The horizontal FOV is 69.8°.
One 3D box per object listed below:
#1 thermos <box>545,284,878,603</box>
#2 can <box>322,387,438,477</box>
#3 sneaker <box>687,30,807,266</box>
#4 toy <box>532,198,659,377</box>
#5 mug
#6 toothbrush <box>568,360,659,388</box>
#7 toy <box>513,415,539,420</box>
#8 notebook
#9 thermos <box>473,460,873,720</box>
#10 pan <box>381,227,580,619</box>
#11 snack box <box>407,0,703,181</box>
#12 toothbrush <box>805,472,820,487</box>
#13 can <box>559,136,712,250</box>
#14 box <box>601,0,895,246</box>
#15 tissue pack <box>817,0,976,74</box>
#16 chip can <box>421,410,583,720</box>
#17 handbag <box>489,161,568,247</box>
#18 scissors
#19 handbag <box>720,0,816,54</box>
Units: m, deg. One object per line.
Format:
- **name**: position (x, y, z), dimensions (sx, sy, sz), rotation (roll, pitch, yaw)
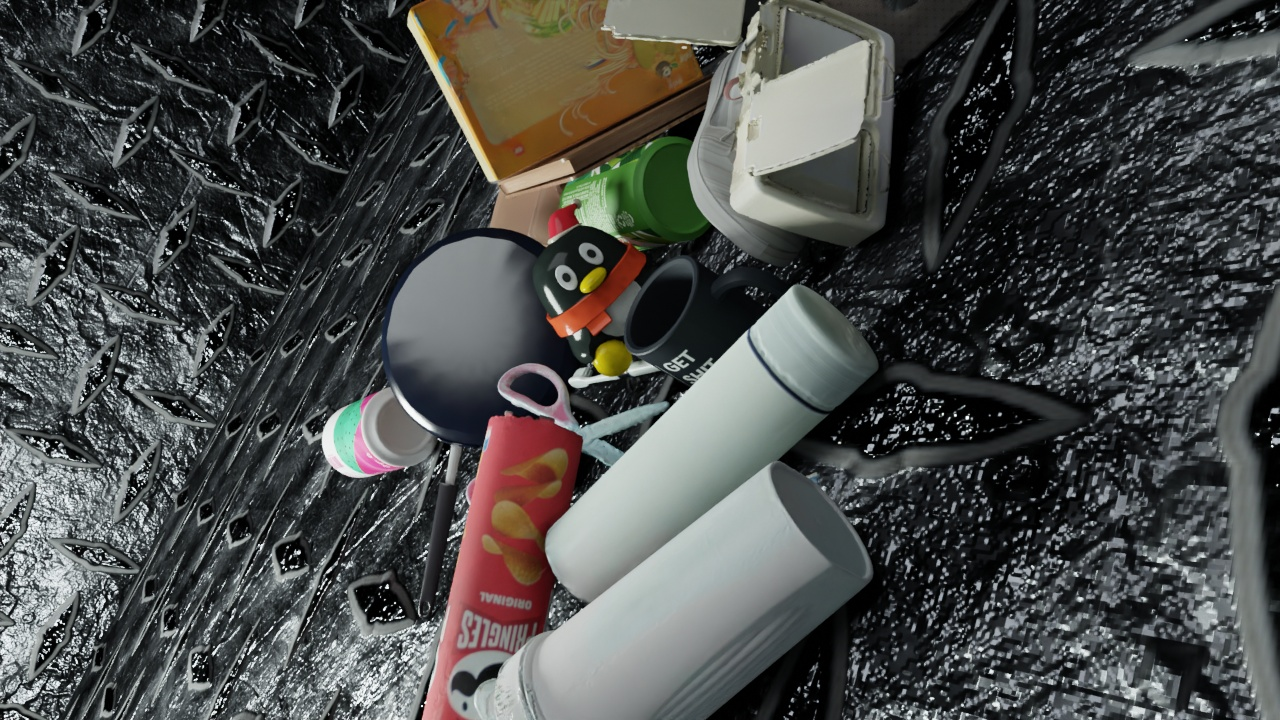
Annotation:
- **thermos**: position (0.036, 0.056, 0.543), dimensions (0.231, 0.068, 0.067), rotation (-47, 30, 24)
- **can**: position (-0.299, 0.084, 1.044), dimensions (0.166, 0.088, 0.088), rotation (-18, 49, 52)
- **sneaker**: position (0.098, -0.169, 0.624), dimensions (0.090, 0.099, 0.235), rotation (-52, 23, 46)
- **toy**: position (-0.038, -0.059, 0.720), dimensions (0.097, 0.119, 0.100), rotation (-44, 16, -3)
- **mug**: position (0.052, -0.024, 0.580), dimensions (0.105, 0.077, 0.071), rotation (-30, 39, 43)
- **toothbrush**: position (-0.004, 0.004, 0.717), dimensions (0.187, 0.012, 0.017), rotation (-12, 50, 54)
- **toy**: position (-0.093, 0.075, 0.738), dimensions (0.100, 0.062, 0.076), rotation (46, 123, 53)
- **notebook**: position (-0.011, -0.201, 0.797), dimensions (0.210, 0.022, 0.169), rotation (-33, 17, -22)
- **thermos**: position (0.013, 0.149, 0.469), dimensions (0.221, 0.099, 0.099), rotation (-44, 31, 20)
- **pan**: position (-0.160, 0.054, 0.821), dimensions (0.199, 0.021, 0.356), rotation (10, 87, 17)
- **snack box**: position (-0.071, -0.255, 0.754), dimensions (0.195, 0.145, 0.080), rotation (-29, 17, -9)
- **toothbrush**: position (0.037, 0.124, 0.526), dimensions (0.186, 0.022, 0.024), rotation (-47, 33, 21)
- **can**: position (-0.005, -0.134, 0.774), dimensions (0.144, 0.083, 0.083), rotation (1, 64, 59)
- **box**: position (0.077, -0.166, 0.517), dimensions (0.101, 0.194, 0.143), rotation (148, 132, -64)
- **tissue pack**: position (0.193, -0.273, 0.563), dimensions (0.182, 0.104, 0.071), rotation (-42, 35, 28)
- **chip can**: position (-0.091, 0.154, 0.608), dimensions (0.073, 0.073, 0.232), rotation (-12, 63, 55)
- **handbag**: position (-0.074, -0.143, 0.947), dimensions (0.187, 0.116, 0.198), rotation (93, -174, -63)
- **scissors**: position (-0.059, 0.047, 0.689), dimensions (0.173, 0.014, 0.158), rotation (-24, 52, 15)
- **handbag**: position (0.075, -0.381, 0.759), dimensions (0.175, 0.195, 0.072), rotation (-62, 28, -4)
